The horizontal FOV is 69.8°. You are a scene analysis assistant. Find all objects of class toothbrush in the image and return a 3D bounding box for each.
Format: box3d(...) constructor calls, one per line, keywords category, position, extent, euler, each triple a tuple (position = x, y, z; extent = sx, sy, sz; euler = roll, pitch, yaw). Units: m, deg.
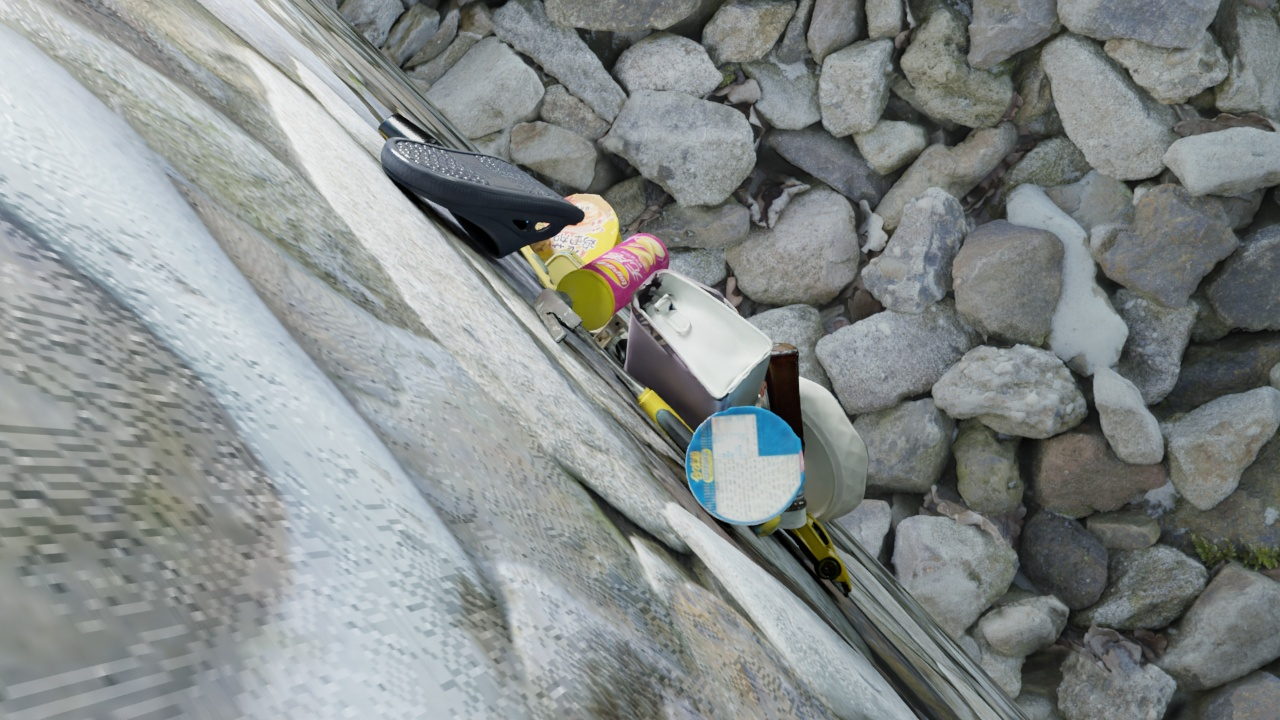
box3d(category="toothbrush", position=(-0.007, 0.007, 1.147), extent=(0.026, 0.027, 0.212), euler=(7, 12, -10))

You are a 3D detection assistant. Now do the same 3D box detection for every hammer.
box3d(category="hammer", position=(0.015, 0.050, 0.895), extent=(0.323, 0.032, 0.126), euler=(46, 4, -1))

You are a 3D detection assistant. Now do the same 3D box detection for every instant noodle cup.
box3d(category="instant noodle cup", position=(-0.082, -0.157, 1.353), extent=(0.138, 0.138, 0.110), euler=(48, -3, 30))
box3d(category="instant noodle cup", position=(0.087, 0.093, 0.805), extent=(0.099, 0.099, 0.110), euler=(46, -5, 6))

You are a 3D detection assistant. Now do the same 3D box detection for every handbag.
box3d(category="handbag", position=(0.053, 0.003, 0.946), extent=(0.145, 0.098, 0.197), euler=(39, -19, 14))

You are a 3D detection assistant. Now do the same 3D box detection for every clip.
box3d(category="clip", position=(-0.040, -0.037, 1.144), extent=(0.034, 0.071, 0.100), euler=(45, 1, -2))

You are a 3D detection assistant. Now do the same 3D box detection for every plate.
box3d(category="plate", position=(0.168, 0.107, 1.078), extent=(0.205, 0.045, 0.205), euler=(27, -46, 32))

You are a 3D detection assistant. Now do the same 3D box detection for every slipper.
box3d(category="slipper", position=(-0.164, -0.157, 0.924), extent=(0.111, 0.083, 0.267), euler=(38, 18, 23))

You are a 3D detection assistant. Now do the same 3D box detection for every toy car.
box3d(category="toy car", position=(0.188, 0.199, 1.038), extent=(0.156, 0.041, 0.071), euler=(50, -2, 13))

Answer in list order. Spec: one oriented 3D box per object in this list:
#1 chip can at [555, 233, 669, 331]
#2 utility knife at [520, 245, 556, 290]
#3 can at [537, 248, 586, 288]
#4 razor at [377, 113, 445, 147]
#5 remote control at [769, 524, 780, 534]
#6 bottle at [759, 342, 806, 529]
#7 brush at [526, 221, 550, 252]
box3d(category="chip can", position=(-0.028, -0.100, 1.115), extent=(0.071, 0.072, 0.210), euler=(45, 28, 0))
box3d(category="utility knife", position=(-0.127, -0.114, 1.125), extent=(0.210, 0.022, 0.031), euler=(59, 18, 4))
box3d(category="can", position=(-0.084, -0.095, 1.193), extent=(0.102, 0.057, 0.083), euler=(45, 6, -6))
box3d(category="razor", position=(-0.230, -0.219, 1.033), extent=(0.167, 0.062, 0.068), euler=(40, -27, 10))
box3d(category="remote control", position=(0.109, 0.139, 1.009), extent=(0.058, 0.021, 0.150), euler=(51, 1, -18))
box3d(category="bottle", position=(0.151, 0.081, 0.976), extent=(0.080, 0.044, 0.195), euler=(-117, -160, -82))
box3d(category="brush", position=(-0.179, -0.181, 1.203), extent=(0.083, 0.046, 0.254), euler=(47, 9, 6))
